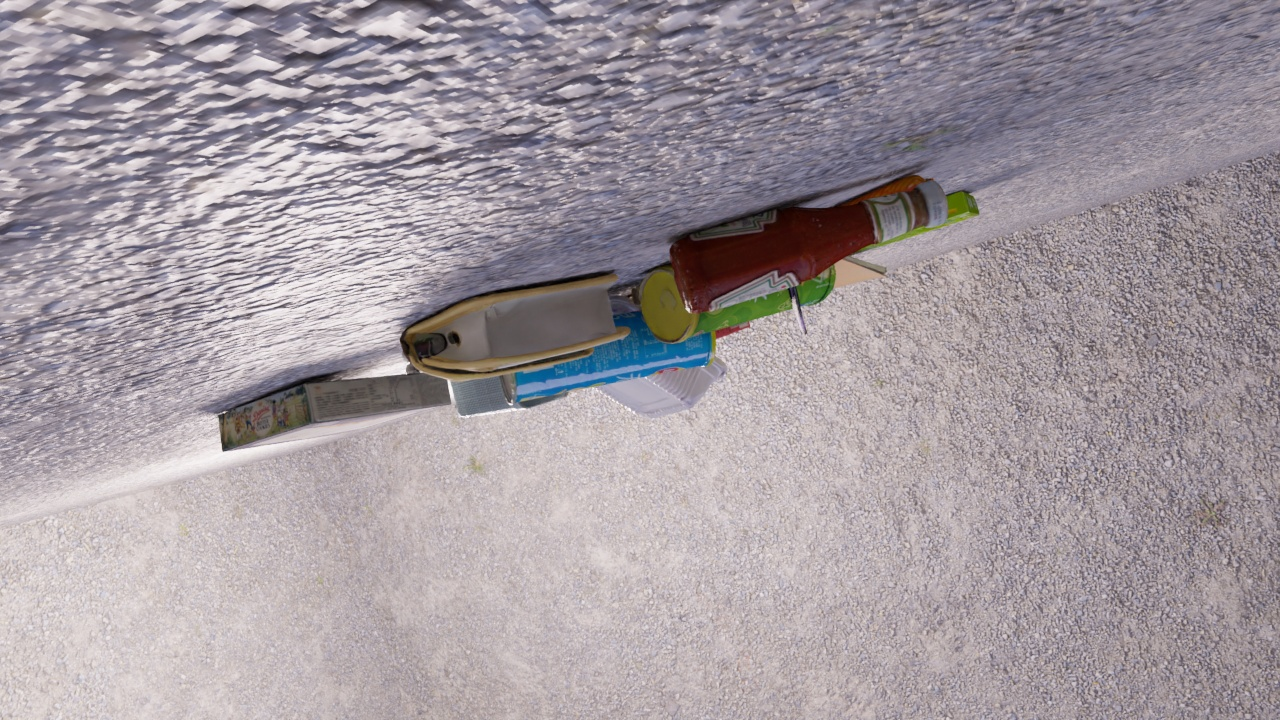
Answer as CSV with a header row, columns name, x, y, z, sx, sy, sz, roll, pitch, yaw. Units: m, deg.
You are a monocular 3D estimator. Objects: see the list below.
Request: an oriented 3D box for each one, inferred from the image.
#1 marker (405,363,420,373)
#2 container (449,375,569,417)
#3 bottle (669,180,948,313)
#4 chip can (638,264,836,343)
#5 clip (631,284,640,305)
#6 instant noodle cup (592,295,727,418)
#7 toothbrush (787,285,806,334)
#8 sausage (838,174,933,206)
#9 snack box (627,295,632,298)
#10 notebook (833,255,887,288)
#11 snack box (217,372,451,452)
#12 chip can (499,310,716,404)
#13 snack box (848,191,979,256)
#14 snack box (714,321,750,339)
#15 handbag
name,x,y,z,sx,sy,sz,roll,pitch,yaw
marker,-0.238,0.002,1.003,0.016,0.017,0.146,-16,179,-25
container,-0.158,0.015,1.067,0.112,0.090,0.089,-14,-179,38
bottle,0.125,-0.090,0.685,0.206,0.060,0.060,-17,179,0
chip can,0.102,-0.072,0.901,0.220,0.072,0.073,-17,179,-39
clip,0.049,-0.077,0.965,0.094,0.035,0.102,-12,174,37
instant noodle cup,-0.006,0.006,1.030,0.173,0.060,0.138,35,148,-26
toothbrush,0.144,-0.072,0.868,0.016,0.014,0.189,-42,148,-6
sausage,0.177,-0.123,0.768,0.021,0.021,0.166,-16,179,-35
snack box,0.003,-0.061,1.095,0.086,0.033,0.141,-16,177,-32
notebook,0.162,-0.094,1.095,0.149,0.012,0.212,10,163,-42
snack box,-0.335,0.054,1.009,0.183,0.046,0.177,-15,175,37
chip can,-0.034,-0.010,0.914,0.210,0.071,0.071,-11,178,-17
snack box,0.296,-0.151,1.036,0.157,0.026,0.085,-17,179,29
snack box,0.049,-0.034,1.116,0.126,0.044,0.113,-20,-178,-43
handbag,-0.117,-0.019,0.778,0.163,0.063,0.179,-14,-179,-44
